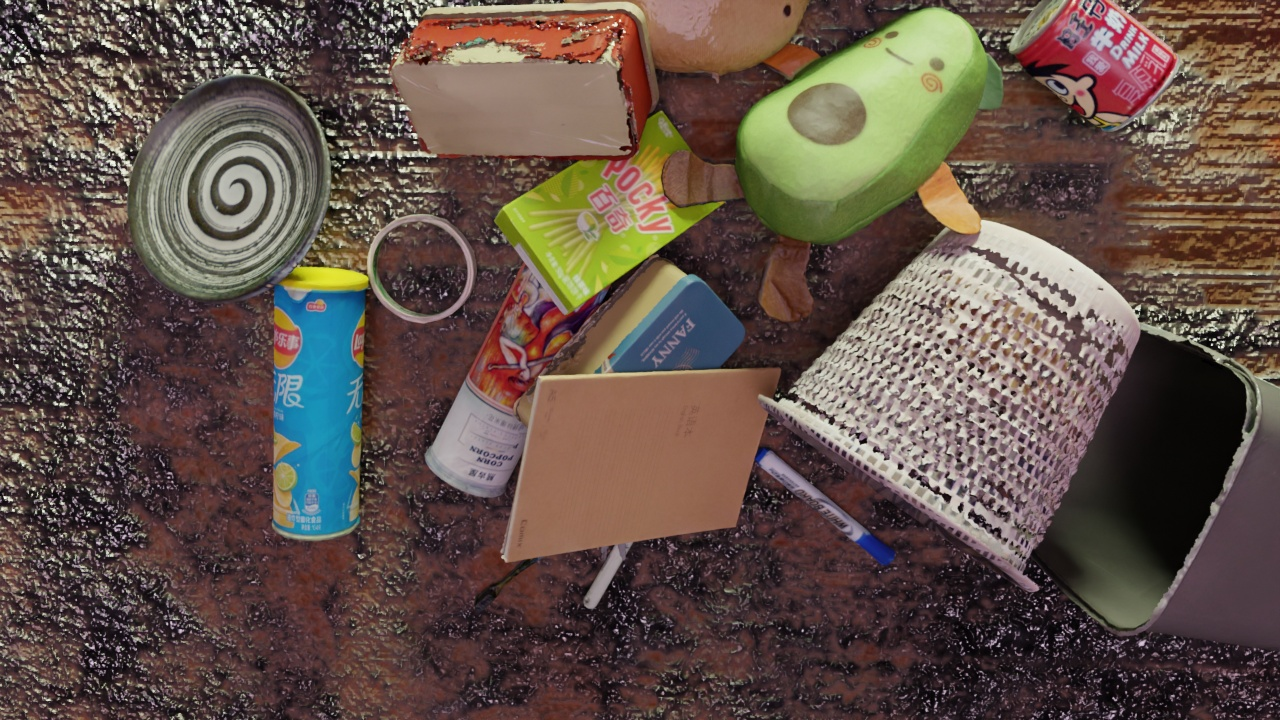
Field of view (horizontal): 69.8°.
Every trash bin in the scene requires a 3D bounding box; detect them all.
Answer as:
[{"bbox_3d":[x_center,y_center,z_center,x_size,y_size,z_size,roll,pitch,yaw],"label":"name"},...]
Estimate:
[{"bbox_3d":[0.433,0.100,0.661,0.219,0.199,0.199,15,105,-8],"label":"trash bin"},{"bbox_3d":[0.228,0.018,0.646,0.227,0.227,0.192,35,91,-6],"label":"trash bin"}]

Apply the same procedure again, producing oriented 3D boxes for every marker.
[{"bbox_3d":[0.153,0.121,0.763,0.146,0.017,0.017,39,103,-7],"label":"marker"}]

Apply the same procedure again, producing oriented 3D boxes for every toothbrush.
[{"bbox_3d":[-0.075,0.156,0.784,0.186,0.017,0.012,-41,96,12],"label":"toothbrush"},{"bbox_3d":[-0.004,0.133,0.775,0.020,0.029,0.190,13,111,-43],"label":"toothbrush"}]

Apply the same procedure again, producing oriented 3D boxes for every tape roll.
[{"bbox_3d":[-0.174,-0.073,0.732,0.086,0.014,0.086,1,105,3],"label":"tape roll"}]

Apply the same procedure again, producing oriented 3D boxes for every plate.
[{"bbox_3d":[-0.310,-0.128,0.700,0.180,0.024,0.179,-2,82,15],"label":"plate"}]

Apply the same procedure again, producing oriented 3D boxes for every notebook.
[{"bbox_3d":[0.004,0.075,0.693,0.211,0.012,0.150,-2,117,-32],"label":"notebook"}]

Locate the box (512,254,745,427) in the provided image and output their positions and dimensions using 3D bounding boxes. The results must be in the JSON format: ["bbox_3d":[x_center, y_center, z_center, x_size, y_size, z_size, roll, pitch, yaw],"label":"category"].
[{"bbox_3d":[-0.004,0.004,0.690,0.184,0.061,0.089,-48,133,3],"label":"box"}]

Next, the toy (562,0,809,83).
[{"bbox_3d":[0.057,-0.267,0.637,0.226,0.082,0.143,6,107,-1],"label":"toy"}]

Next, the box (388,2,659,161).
[{"bbox_3d":[-0.081,-0.187,0.630,0.168,0.080,0.091,4,143,17],"label":"box"}]

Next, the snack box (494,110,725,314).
[{"bbox_3d":[-0.018,-0.109,0.661,0.156,0.026,0.086,-37,94,-26],"label":"snack box"}]

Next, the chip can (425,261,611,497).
[{"bbox_3d":[-0.092,-0.001,0.718,0.071,0.071,0.215,28,103,-4],"label":"chip can"}]

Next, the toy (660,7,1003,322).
[{"bbox_3d":[0.143,-0.156,0.644,0.246,0.090,0.227,-42,74,-1],"label":"toy"}]

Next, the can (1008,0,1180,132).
[{"bbox_3d":[0.316,-0.214,0.643,0.094,0.066,0.066,35,103,-6],"label":"can"}]

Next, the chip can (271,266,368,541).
[{"bbox_3d":[-0.258,0.035,0.734,0.071,0.071,0.210,6,104,1],"label":"chip can"}]

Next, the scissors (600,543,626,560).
[{"bbox_3d":[-0.031,0.077,0.756,0.146,0.014,0.172,36,98,-5],"label":"scissors"}]
